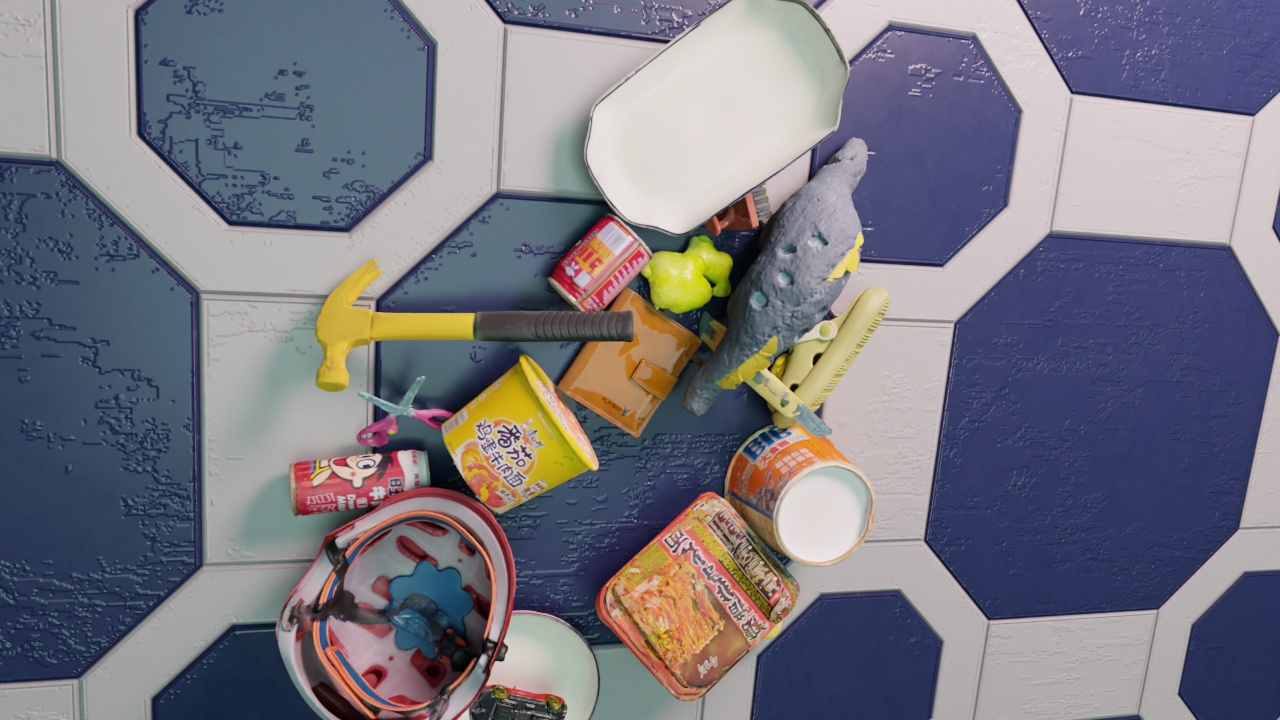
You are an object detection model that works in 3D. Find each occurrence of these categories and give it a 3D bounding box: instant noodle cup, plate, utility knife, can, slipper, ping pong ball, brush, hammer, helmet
[{"bbox_3d":[0.183,0.154,1.026,0.151,0.111,0.151,-3,103,-15],"label":"instant noodle cup"},{"bbox_3d":[-0.141,0.361,1.017,0.192,0.039,0.192,-3,102,-15],"label":"plate"},{"bbox_3d":[-0.123,0.080,0.918,0.110,0.138,0.138,-34,108,2],"label":"instant noodle cup"},{"bbox_3d":[0.131,0.018,0.987,0.190,0.020,0.031,42,112,10],"label":"utility knife"},{"bbox_3d":[-0.042,-0.095,0.934,0.094,0.066,0.066,-46,109,-3],"label":"can"},{"bbox_3d":[-0.279,0.122,0.920,0.132,0.053,0.053,-5,103,-15],"label":"can"},{"bbox_3d":[0.197,-0.013,1.020,0.081,0.091,0.191,40,100,20],"label":"slipper"},{"bbox_3d":[0.147,0.310,1.086,0.040,0.040,0.040,-3,102,-15],"label":"ping pong ball"},{"bbox_3d":[0.072,-0.238,0.897,0.266,0.034,0.162,-35,96,12],"label":"plate"},{"bbox_3d":[0.084,-0.206,0.948,0.069,0.063,0.146,-21,105,-25],"label":"brush"},{"bbox_3d":[0.060,0.259,1.014,0.188,0.079,0.164,-41,92,-11],"label":"instant noodle cup"},{"bbox_3d":[-0.157,-0.034,0.880,0.300,0.033,0.128,0,69,-4],"label":"hammer"},{"bbox_3d":[-0.223,0.249,0.913,0.207,0.144,0.239,34,77,9],"label":"helmet"}]

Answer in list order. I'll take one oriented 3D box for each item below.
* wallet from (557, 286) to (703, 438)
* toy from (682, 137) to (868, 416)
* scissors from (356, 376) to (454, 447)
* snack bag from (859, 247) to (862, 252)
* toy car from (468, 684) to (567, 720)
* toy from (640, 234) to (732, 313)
[{"bbox_3d":[-0.006,0.006,0.986,0.119,0.035,0.130,33,91,-13],"label":"wallet"},{"bbox_3d":[0.158,-0.095,0.943,0.091,0.138,0.356,34,80,-15],"label":"toy"},{"bbox_3d":[-0.230,0.052,0.905,0.130,0.017,0.134,4,145,-35],"label":"scissors"},{"bbox_3d":[0.194,-0.116,1.017,0.104,0.026,0.048,-32,88,-6],"label":"snack bag"},{"bbox_3d":[-0.132,0.375,0.984,0.106,0.031,0.049,18,96,-20],"label":"toy car"},{"bbox_3d":[0.052,-0.089,0.974,0.096,0.031,0.100,38,73,-14],"label":"toy"}]
